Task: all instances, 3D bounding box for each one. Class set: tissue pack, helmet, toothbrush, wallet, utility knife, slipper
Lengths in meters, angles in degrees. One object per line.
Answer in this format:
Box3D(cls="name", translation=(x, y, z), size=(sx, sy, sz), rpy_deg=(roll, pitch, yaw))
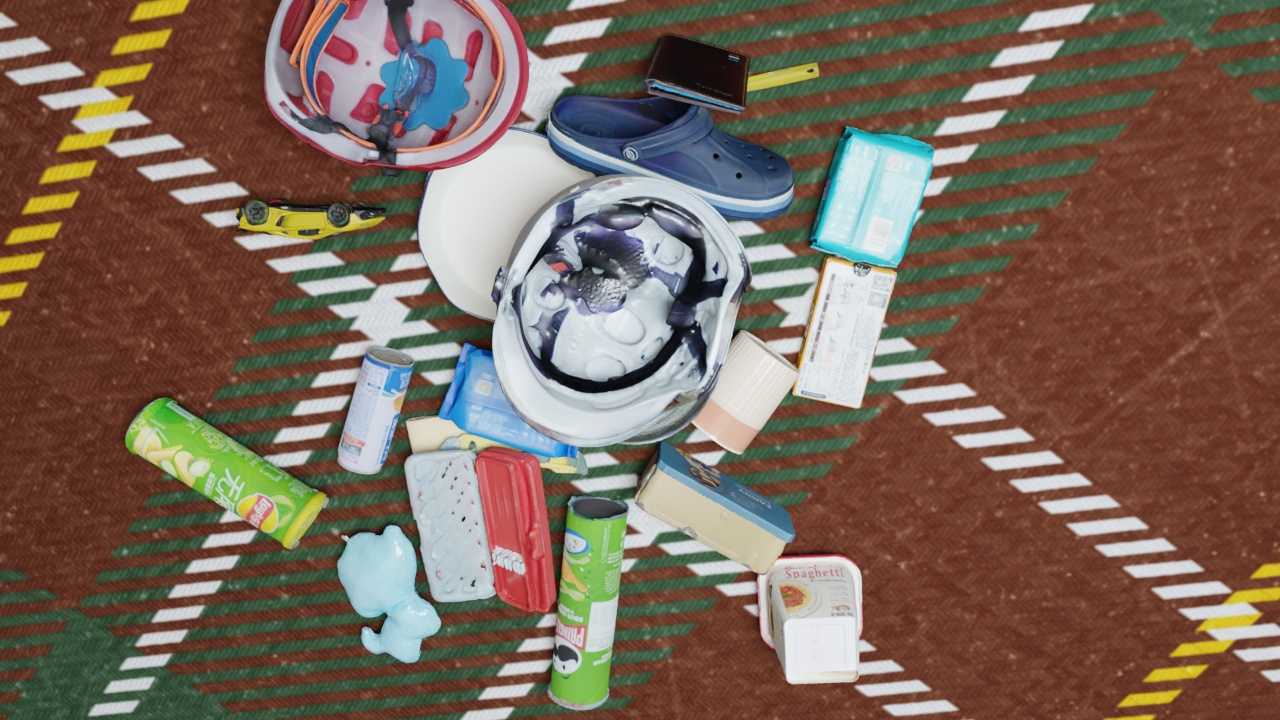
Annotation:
Box3D(cls="tissue pack", translation=(0.234, -0.166, 0.930), size=(0.093, 0.050, 0.133), rpy_deg=(16, 103, 1))
Box3D(cls="helmet", translation=(-0.220, -0.276, 0.884), size=(0.240, 0.144, 0.207), rpy_deg=(20, 94, -3))
Box3D(cls="toothbrush", translation=(0.086, -0.275, 0.930), size=(0.190, 0.016, 0.016), rpy_deg=(-10, 103, 6))
Box3D(cls="wallet", translation=(0.057, -0.275, 0.882), size=(0.096, 0.122, 0.020), rpy_deg=(13, 130, -1))
Box3D(cls="wallet", translation=(-0.212, 0.116, 1.039), size=(0.087, 0.024, 0.115), rpy_deg=(-9, 100, 2))
Box3D(cls="utility knife", translation=(-0.140, 0.104, 1.026), size=(0.167, 0.018, 0.031), rpy_deg=(9, 90, -4))
Box3D(cls="slipper", translation=(0.034, -0.217, 0.891), size=(0.253, 0.104, 0.095), rpy_deg=(17, 137, 3))
Box3D(cls="tissue pack", translation=(-0.133, 0.045, 0.999), size=(0.157, 0.052, 0.095), rpy_deg=(17, 96, -3))
Box3D(cls="helmet", translation=(-0.032, -0.060, 0.879), size=(0.229, 0.145, 0.259), rpy_deg=(18, 109, -19))

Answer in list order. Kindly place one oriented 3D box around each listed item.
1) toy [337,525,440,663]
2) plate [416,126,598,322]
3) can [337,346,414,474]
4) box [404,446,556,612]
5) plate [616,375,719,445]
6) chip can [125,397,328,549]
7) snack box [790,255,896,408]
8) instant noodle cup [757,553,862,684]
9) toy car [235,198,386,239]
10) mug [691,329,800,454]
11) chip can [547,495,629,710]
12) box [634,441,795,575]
Box3D(cls="toy", translation=(-0.297, 0.267, 1.065), size=(0.156, 0.049, 0.162), rpy_deg=(36, 108, 0))
Box3D(cls="plate", translation=(-0.128, -0.138, 0.962), size=(0.205, 0.045, 0.205), rpy_deg=(1, 102, 4))
Box3D(cls="can", translation=(-0.293, 0.055, 1.013), size=(0.053, 0.053, 0.135), rpy_deg=(20, 104, -1))
Box3D(cls="box", translation=(-0.174, 0.189, 1.026), size=(0.161, 0.058, 0.201), rpy_deg=(2, 115, 13))
Box3D(cls="plate", translation=(-0.006, 0.006, 0.964), size=(0.179, 0.024, 0.179), rpy_deg=(-3, 68, 6))
Box3D(cls="chip can", translation=(-0.465, 0.125, 1.031), size=(0.221, 0.072, 0.073), rpy_deg=(34, 103, -4))
Box3D(cls="snack box", translation=(0.214, -0.029, 0.976), size=(0.075, 0.026, 0.154), rpy_deg=(12, 104, 0))
Box3D(cls="instant noodle cup", translation=(0.190, 0.284, 1.001), size=(0.116, 0.124, 0.117), rpy_deg=(-4, 102, 4))
Box3D(cls="toy car", translation=(-0.344, -0.148, 0.959), size=(0.156, 0.071, 0.041), rpy_deg=(1, 102, 3))
Box3D(cls="mug", translation=(0.095, 0.023, 0.974), size=(0.114, 0.081, 0.106), rpy_deg=(40, 101, 20))
Box3D(cls="chip can", translation=(-0.059, 0.273, 1.042), size=(0.072, 0.072, 0.236), rpy_deg=(7, 103, 2))
Box3D(cls="box", translation=(0.084, 0.163, 0.999), size=(0.184, 0.089, 0.062), rpy_deg=(27, 102, -5))
